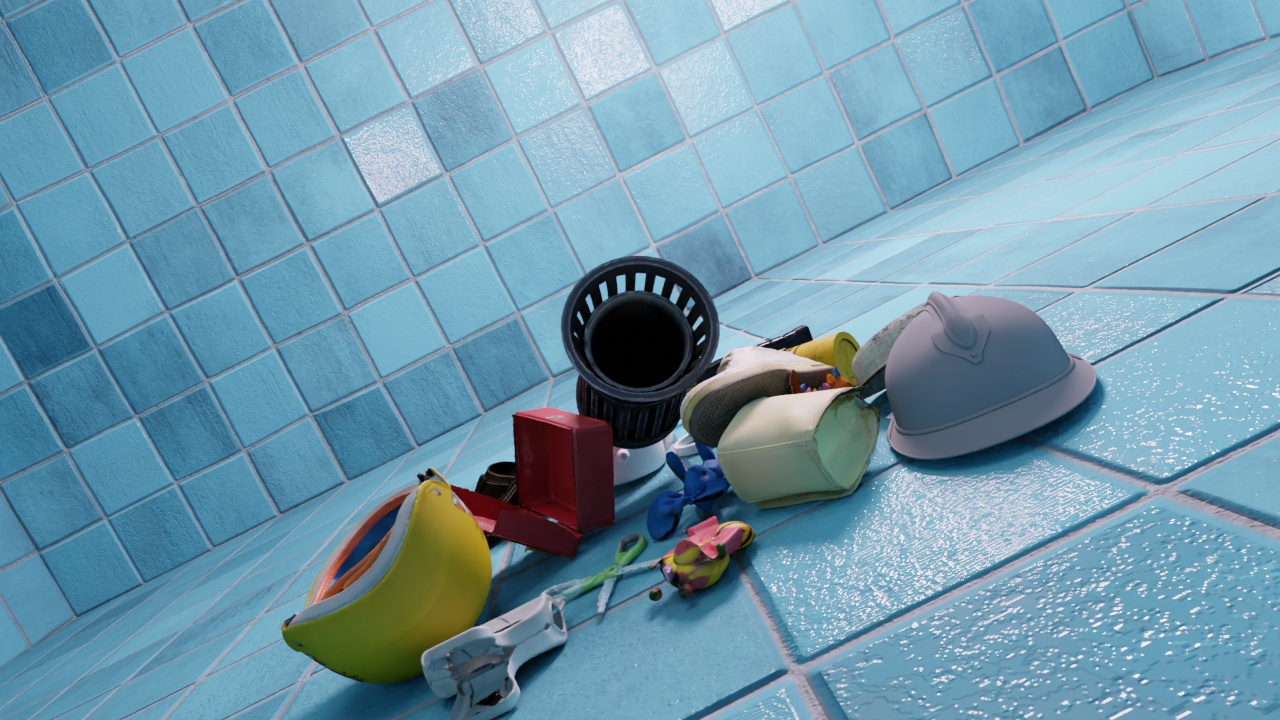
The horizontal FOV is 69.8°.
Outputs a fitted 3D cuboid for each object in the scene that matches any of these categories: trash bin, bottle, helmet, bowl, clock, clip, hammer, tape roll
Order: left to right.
[{"bbox_3d":[-0.234,0.226,0.913,0.208,0.139,0.240,-48,11,-14],"label":"helmet"},{"bbox_3d":[-0.126,0.244,0.765,0.124,0.072,0.142,-29,-1,3],"label":"clip"},{"bbox_3d":[-0.028,0.130,1.223,0.126,0.073,0.160,-13,7,27],"label":"clock"},{"bbox_3d":[-0.006,0.006,1.060,0.164,0.164,0.228,-28,-17,-13],"label":"trash bin"},{"bbox_3d":[0.088,0.100,1.220,0.093,0.013,0.093,-27,6,3],"label":"tape roll"},{"bbox_3d":[0.109,0.021,1.414,0.333,0.118,0.025,-22,9,-3],"label":"hammer"},{"bbox_3d":[0.200,0.017,1.181,0.164,0.071,0.070,-20,9,43],"label":"bottle"},{"bbox_3d":[0.287,-0.018,0.988,0.157,0.038,0.158,-29,-18,-10],"label":"bowl"},{"bbox_3d":[0.289,-0.009,0.828,0.183,0.117,0.270,-25,5,12],"label":"helmet"}]

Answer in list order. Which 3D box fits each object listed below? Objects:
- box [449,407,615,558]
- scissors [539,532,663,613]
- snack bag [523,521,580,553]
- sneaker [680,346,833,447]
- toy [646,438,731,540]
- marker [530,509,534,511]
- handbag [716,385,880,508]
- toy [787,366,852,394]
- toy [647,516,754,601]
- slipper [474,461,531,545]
[{"bbox_3d":[-0.115,0.129,1.050,0.157,0.154,0.168,6,69,54],"label":"box"},{"bbox_3d":[-0.030,0.206,0.872,0.174,0.022,0.171,-20,5,11],"label":"scissors"},{"bbox_3d":[-0.096,0.204,1.096,0.099,0.020,0.026,-25,9,11],"label":"snack bag"},{"bbox_3d":[0.111,0.024,0.973,0.102,0.089,0.241,34,26,35],"label":"sneaker"},{"bbox_3d":[0.060,0.121,0.943,0.113,0.071,0.176,-26,16,23],"label":"toy"},{"bbox_3d":[-0.145,0.205,1.298,0.016,0.016,0.141,-31,8,-34],"label":"marker"},{"bbox_3d":[0.149,0.073,0.841,0.120,0.081,0.110,-16,23,45],"label":"handbag"},{"bbox_3d":[0.186,0.036,0.953,0.071,0.103,0.090,0,38,44],"label":"toy"},{"bbox_3d":[0.053,0.161,0.766,0.103,0.046,0.084,-26,-9,-40],"label":"toy"},{"bbox_3d":[-0.198,0.189,1.272,0.267,0.076,0.113,-36,10,-4],"label":"slipper"}]
